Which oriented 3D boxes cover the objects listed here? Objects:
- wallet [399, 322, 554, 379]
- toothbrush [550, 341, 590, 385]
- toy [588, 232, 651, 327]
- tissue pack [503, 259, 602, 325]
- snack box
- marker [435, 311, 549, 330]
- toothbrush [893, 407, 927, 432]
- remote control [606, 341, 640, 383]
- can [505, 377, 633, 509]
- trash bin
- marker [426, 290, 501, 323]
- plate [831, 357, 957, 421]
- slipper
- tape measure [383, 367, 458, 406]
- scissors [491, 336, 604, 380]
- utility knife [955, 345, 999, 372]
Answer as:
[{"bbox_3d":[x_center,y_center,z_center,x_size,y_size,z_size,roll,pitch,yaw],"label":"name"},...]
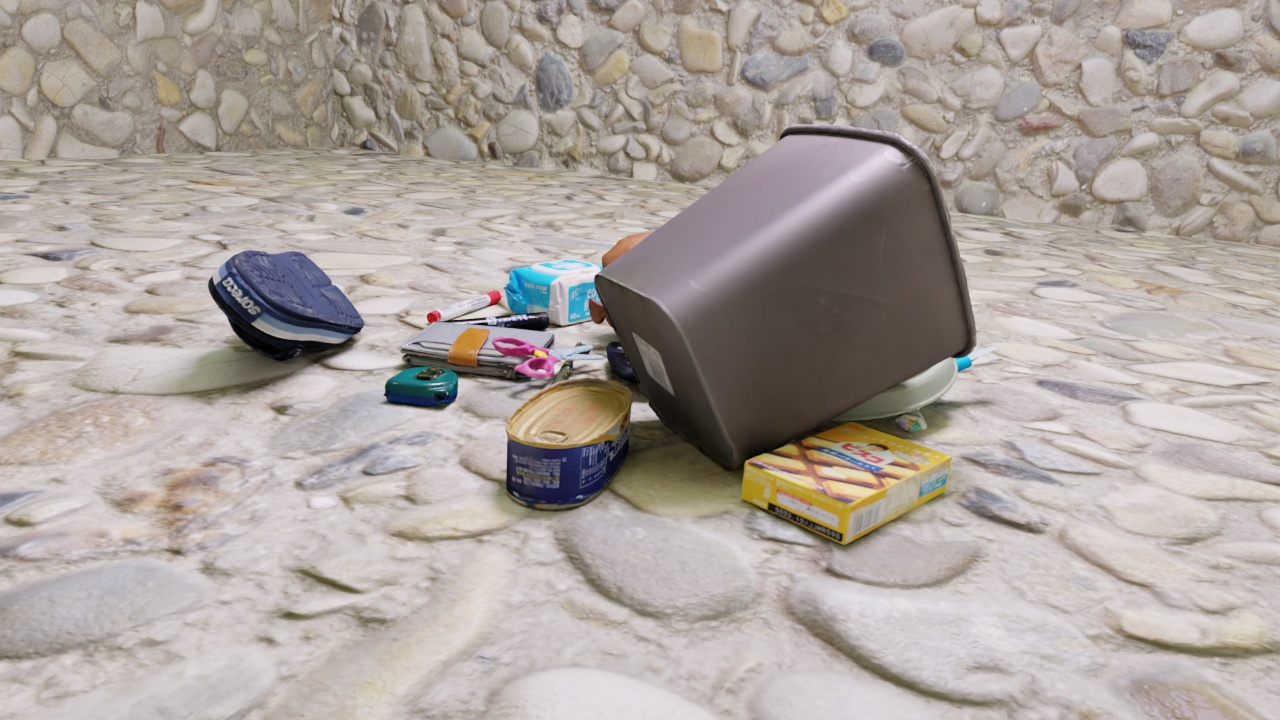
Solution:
[{"bbox_3d":[-0.159,-0.015,0.907,0.130,0.037,0.106,6,16,7],"label":"wallet"},{"bbox_3d":[-0.069,0.011,0.884,0.017,0.012,0.185,16,17,1],"label":"toothbrush"},{"bbox_3d":[0.023,-0.061,0.963,0.140,0.130,0.199,-29,20,-9],"label":"toy"},{"bbox_3d":[-0.090,-0.087,1.121,0.090,0.063,0.139,16,20,35],"label":"tissue pack"},{"bbox_3d":[0.149,0.083,0.654,0.140,0.034,0.087,-10,22,-44],"label":"snack box"},{"bbox_3d":[-0.164,-0.039,1.020,0.131,0.020,0.022,-7,-9,-30],"label":"marker"},{"bbox_3d":[0.265,0.033,0.879,0.029,0.020,0.189,16,18,16],"label":"toothbrush"},{"bbox_3d":[-0.005,0.005,0.889,0.053,0.024,0.136,9,10,-10],"label":"remote control"},{"bbox_3d":[-0.050,0.056,0.664,0.075,0.049,0.148,8,17,13],"label":"can"},{"bbox_3d":[0.104,-0.047,0.723,0.219,0.199,0.199,-31,27,-13],"label":"trash bin"},{"bbox_3d":[-0.209,-0.065,1.098,0.017,0.017,0.145,10,18,20],"label":"marker"},{"bbox_3d":[0.180,-0.009,0.868,0.230,0.027,0.229,-3,26,1],"label":"plate"},{"bbox_3d":[-0.343,-0.044,0.873,0.095,0.105,0.253,-39,5,-1],"label":"slipper"},{"bbox_3d":[-0.186,0.021,0.796,0.058,0.025,0.054,7,18,8],"label":"tape measure"},{"bbox_3d":[-0.088,-0.010,0.876,0.077,0.017,0.137,33,23,20],"label":"scissors"},{"bbox_3d":[0.270,0.013,0.866,0.185,0.018,0.034,-18,7,-21],"label":"utility knife"}]
